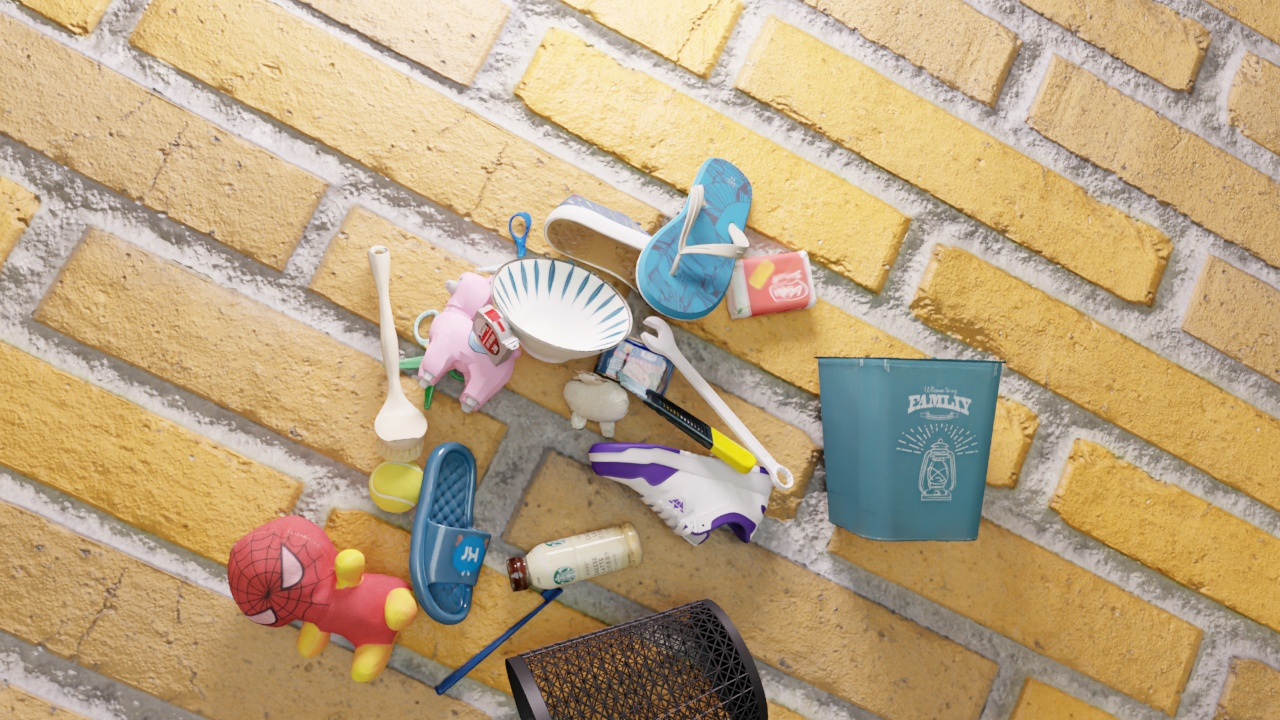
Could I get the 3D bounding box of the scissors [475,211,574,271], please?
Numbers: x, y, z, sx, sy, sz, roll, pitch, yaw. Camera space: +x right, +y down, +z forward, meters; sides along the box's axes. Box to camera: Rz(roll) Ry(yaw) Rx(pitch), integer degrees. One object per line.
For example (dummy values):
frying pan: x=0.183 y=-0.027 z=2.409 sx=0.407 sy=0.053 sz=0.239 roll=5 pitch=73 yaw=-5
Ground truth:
scissors: x=-0.147 y=-0.129 z=1.172 sx=0.127 sy=0.014 sz=0.133 roll=-9 pitch=90 yaw=-7

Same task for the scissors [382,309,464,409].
scissors: x=-0.256 y=-0.003 z=1.139 sx=0.125 sy=0.011 sz=0.131 roll=-4 pitch=83 yaw=-12

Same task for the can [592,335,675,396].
can: x=-0.007 y=0.007 z=1.160 sx=0.100 sy=0.054 sz=0.059 roll=22 pitch=82 yaw=-6

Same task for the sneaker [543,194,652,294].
sneaker: x=-0.005 y=-0.145 z=1.168 sx=0.235 sy=0.088 sz=0.079 roll=26 pitch=48 yaw=-10

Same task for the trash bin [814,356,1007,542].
trash bin: x=0.328 y=0.103 z=1.146 sx=0.196 sy=0.199 sz=0.218 roll=1 pitch=90 yaw=-9

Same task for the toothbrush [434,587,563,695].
toothbrush: x=-0.172 y=0.337 z=1.114 sx=0.189 sy=0.016 sz=0.017 roll=-39 pitch=84 yaw=-11

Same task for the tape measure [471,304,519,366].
tape measure: x=-0.167 y=-0.030 z=1.060 sx=0.020 sy=0.060 sz=0.062 roll=-32 pitch=85 yaw=-30

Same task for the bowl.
bowl: x=-0.104 y=-0.047 z=1.120 sx=0.177 sy=0.071 sz=0.177 roll=16 pitch=37 yaw=-12

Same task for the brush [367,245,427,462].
brush: x=-0.300 y=-0.011 z=1.100 sx=0.062 sy=0.078 sz=0.272 roll=-2 pitch=73 yaw=-32

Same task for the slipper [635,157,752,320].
slipper: x=0.087 y=-0.159 z=1.130 sx=0.118 sy=0.060 sz=0.294 roll=40 pitch=50 yaw=-17

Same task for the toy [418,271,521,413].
toy: x=-0.204 y=-0.025 z=1.114 sx=0.123 sy=0.067 sz=0.157 roll=30 pitch=68 yaw=-10

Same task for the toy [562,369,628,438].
toy: x=-0.056 y=0.046 z=1.134 sx=0.087 sy=0.050 sz=0.112 roll=12 pitch=125 yaw=21

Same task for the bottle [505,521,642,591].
bottle: x=-0.081 y=0.242 z=1.119 sx=0.162 sy=0.056 sz=0.056 roll=-12 pitch=86 yaw=-11

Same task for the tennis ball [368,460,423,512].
tennis ball: x=-0.288 y=0.148 z=1.089 sx=0.065 sy=0.065 sz=0.065 roll=1 pitch=84 yaw=-10

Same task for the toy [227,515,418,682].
toy: x=-0.364 y=0.263 z=1.045 sx=0.216 sy=0.098 sz=0.147 roll=32 pitch=96 yaw=-5

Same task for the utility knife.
utility knife: x=0.052 y=0.073 z=1.116 sx=0.203 sy=0.020 sz=0.028 roll=35 pitch=38 yaw=4

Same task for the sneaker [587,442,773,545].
sneaker: x=0.046 y=0.168 z=1.136 sx=0.244 sy=0.092 sz=0.111 roll=13 pitch=83 yaw=-15

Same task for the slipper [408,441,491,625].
slipper: x=-0.221 y=0.201 z=1.077 sx=0.059 sy=0.103 sz=0.213 roll=-7 pitch=76 yaw=31

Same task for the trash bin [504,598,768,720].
trash bin: x=-0.001 y=0.396 z=1.049 sx=0.242 sy=0.217 sz=0.217 roll=-19 pitch=87 yaw=-18

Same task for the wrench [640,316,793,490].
wrench: x=0.095 y=0.054 z=1.134 sx=0.273 sy=0.009 sz=0.047 roll=49 pitch=44 yaw=0

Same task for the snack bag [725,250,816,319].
snack bag: x=0.170 y=-0.100 z=1.211 sx=0.116 sy=0.036 sz=0.077 roll=-8 pitch=85 yaw=-11
